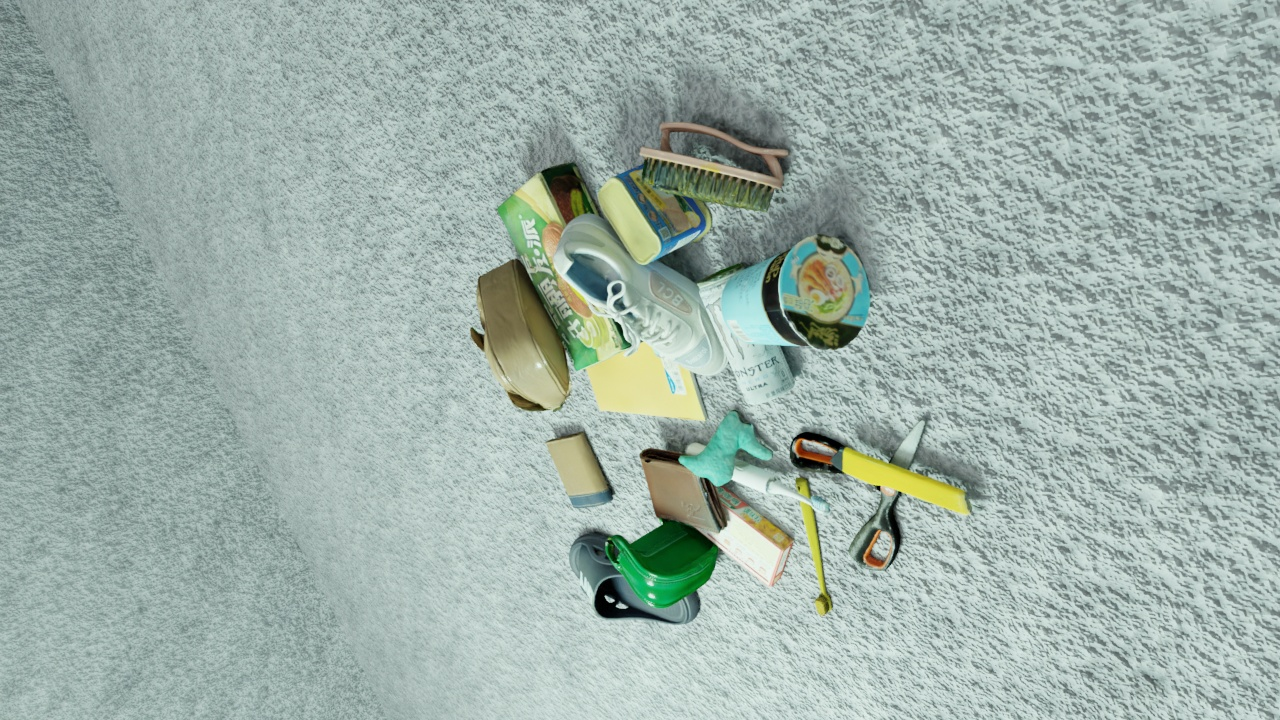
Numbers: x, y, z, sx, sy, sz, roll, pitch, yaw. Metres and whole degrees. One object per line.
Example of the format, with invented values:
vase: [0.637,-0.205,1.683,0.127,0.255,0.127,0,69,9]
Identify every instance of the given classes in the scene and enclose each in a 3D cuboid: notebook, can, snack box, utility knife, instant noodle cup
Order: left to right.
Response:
snack box: [-0.081,-0.114,1.148,0.115,0.063,0.240,-22,94,53]
notebook: [-0.007,0.007,1.196,0.207,0.010,0.146,2,115,49]
can: [0.014,-0.163,0.994,0.102,0.083,0.057,57,143,3]
snack box: [0.120,0.214,1.176,0.156,0.026,0.077,36,137,28]
can: [0.114,-0.028,0.992,0.058,0.058,0.147,-12,105,52]
instant noodle cup: [0.145,-0.061,0.908,0.121,0.111,0.111,-7,109,60]
utility knife: [0.262,0.121,0.931,0.154,0.015,0.033,20,131,37]

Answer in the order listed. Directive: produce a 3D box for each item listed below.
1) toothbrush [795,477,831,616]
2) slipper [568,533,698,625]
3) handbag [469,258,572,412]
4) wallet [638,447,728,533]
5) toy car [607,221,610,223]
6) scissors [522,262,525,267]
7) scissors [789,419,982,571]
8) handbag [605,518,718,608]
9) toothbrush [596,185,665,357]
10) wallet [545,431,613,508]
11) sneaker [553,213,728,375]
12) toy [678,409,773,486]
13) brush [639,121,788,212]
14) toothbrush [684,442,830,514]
toothbrush: [0.205,0.225,1.094,0.016,0.016,0.190,9,121,45]
slipper: [-0.033,0.343,1.398,0.269,0.083,0.111,10,120,44]
handbag: [-0.158,-0.030,1.203,0.204,0.100,0.148,-107,-10,-46]
wallet: [0.052,0.167,1.176,0.125,0.032,0.101,5,119,50]
toy car: [-0.017,-0.154,1.075,0.043,0.036,0.091,49,140,11]
scissors: [-0.158,-0.099,1.298,0.172,0.012,0.140,-28,91,52]
scissors: [0.251,0.141,0.980,0.235,0.021,0.221,23,130,40]
handbag: [0.032,0.257,1.223,0.120,0.131,0.068,36,134,32]
toothbrush: [-0.007,-0.101,1.061,0.027,0.026,0.225,1,125,38]
wallet: [-0.094,0.167,1.389,0.090,0.033,0.115,-17,100,50]
sneaker: [0.004,-0.058,1.014,0.242,0.090,0.090,40,125,-13]
toy: [0.105,0.107,1.090,0.096,0.030,0.092,30,92,17]
brush: [0.075,-0.193,0.915,0.146,0.063,0.073,18,99,26]
toothbrush: [0.137,0.140,1.093,0.221,0.026,0.026,19,140,47]
